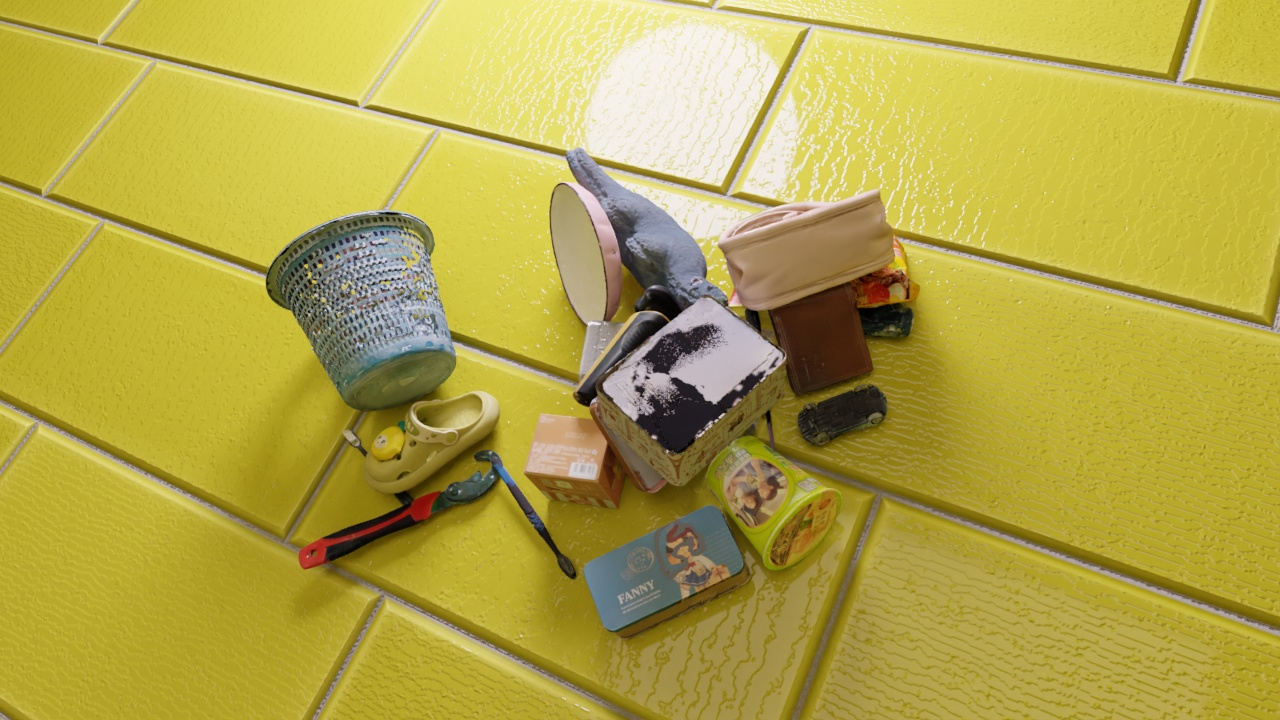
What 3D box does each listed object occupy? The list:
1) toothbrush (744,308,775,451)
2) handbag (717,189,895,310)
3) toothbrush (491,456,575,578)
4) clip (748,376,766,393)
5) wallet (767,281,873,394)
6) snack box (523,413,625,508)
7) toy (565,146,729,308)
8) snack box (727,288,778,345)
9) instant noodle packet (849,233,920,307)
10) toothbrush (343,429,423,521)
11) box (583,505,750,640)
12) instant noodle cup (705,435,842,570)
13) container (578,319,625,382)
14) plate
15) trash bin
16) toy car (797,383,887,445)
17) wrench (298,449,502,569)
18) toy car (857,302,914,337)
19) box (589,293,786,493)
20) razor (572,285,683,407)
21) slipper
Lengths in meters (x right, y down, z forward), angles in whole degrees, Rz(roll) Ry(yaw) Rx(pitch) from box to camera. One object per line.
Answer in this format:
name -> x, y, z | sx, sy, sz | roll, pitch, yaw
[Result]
toothbrush -> 0.143, 0.027, 1.081 | 0.017, 0.014, 0.189 | -9, 88, 27
handbag -> 0.182, -0.152, 1.123 | 0.193, 0.093, 0.234 | -18, 19, -2
toothbrush -> -0.131, 0.185, 1.104 | 0.014, 0.016, 0.189 | -33, 64, -12
clip -> 0.153, 0.033, 1.119 | 0.040, 0.014, 0.056 | 37, 76, 27
wallet -> 0.211, -0.027, 1.081 | 0.101, 0.124, 0.032 | -20, 23, 2
snack box -> -0.073, 0.119, 1.084 | 0.093, 0.094, 0.076 | 5, 64, 17
toy -> 0.016, -0.147, 1.176 | 0.091, 0.138, 0.356 | -41, 54, 2
snack box -> 0.154, -0.062, 1.137 | 0.091, 0.082, 0.079 | 4, 50, 16
instant noodle packet -> 0.278, -0.114, 1.131 | 0.111, 0.044, 0.128 | -5, 38, 8
toothbrush -> -0.331, 0.147, 1.183 | 0.015, 0.018, 0.181 | -41, 62, -17
box -> 0.025, 0.238, 1.016 | 0.184, 0.061, 0.089 | -26, 59, -2
instant noodle cup -> 0.139, 0.148, 1.013 | 0.111, 0.112, 0.123 | -40, 53, -8
container -> -0.007, 0.007, 1.133 | 0.114, 0.090, 0.090 | 2, 64, 12
plate -> -0.065, -0.136, 1.175 | 0.039, 0.193, 0.192 | -16, 57, -20
trash bin -> -0.343, -0.050, 1.193 | 0.226, 0.227, 0.195 | -27, 72, -1
toy car -> 0.236, 0.064, 1.070 | 0.105, 0.031, 0.049 | -21, 60, 4
wrench -> -0.294, 0.189, 1.137 | 0.273, 0.016, 0.056 | -27, 58, -7
toy car -> 0.286, -0.048, 1.116 | 0.091, 0.034, 0.042 | 3, 64, 23
box -> 0.050, 0.054, 1.031 | 0.182, 0.178, 0.153 | -39, 60, -19
razor -> -0.017, -0.014, 1.072 | 0.167, 0.062, 0.068 | -50, 37, -11
slipper -> -0.271, 0.087, 1.156 | 0.190, 0.082, 0.091 | -31, 42, -9
